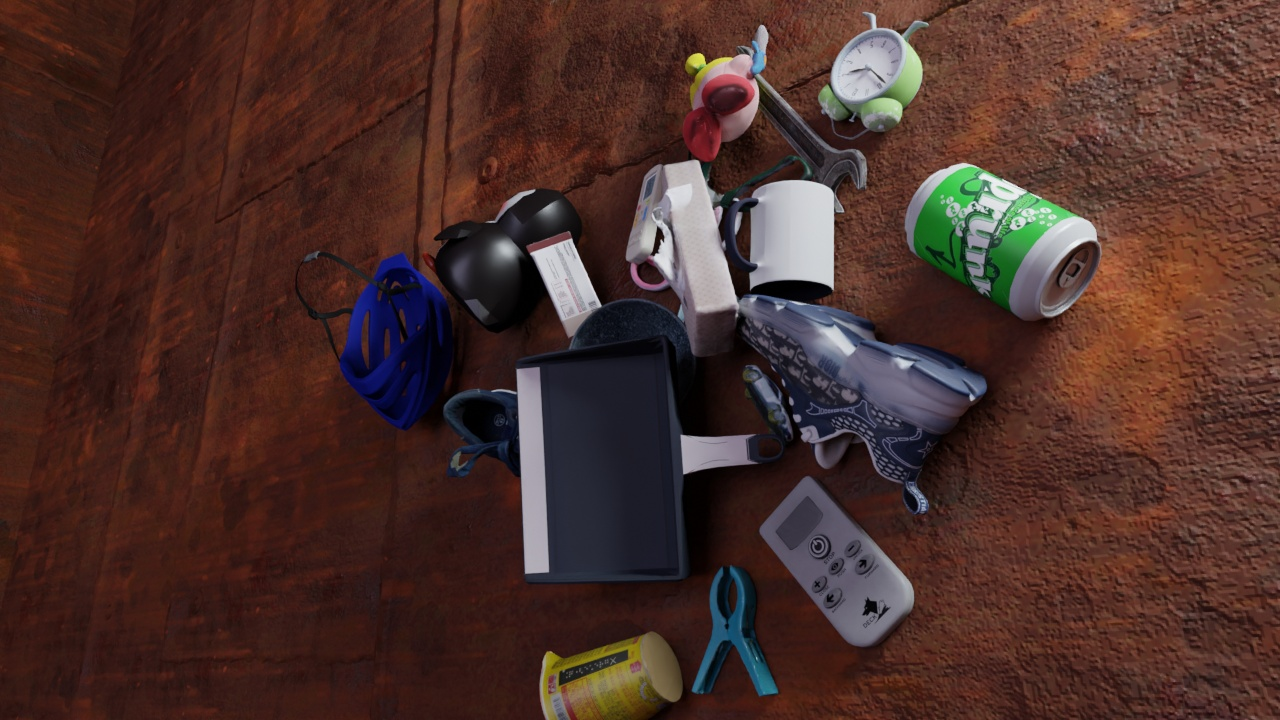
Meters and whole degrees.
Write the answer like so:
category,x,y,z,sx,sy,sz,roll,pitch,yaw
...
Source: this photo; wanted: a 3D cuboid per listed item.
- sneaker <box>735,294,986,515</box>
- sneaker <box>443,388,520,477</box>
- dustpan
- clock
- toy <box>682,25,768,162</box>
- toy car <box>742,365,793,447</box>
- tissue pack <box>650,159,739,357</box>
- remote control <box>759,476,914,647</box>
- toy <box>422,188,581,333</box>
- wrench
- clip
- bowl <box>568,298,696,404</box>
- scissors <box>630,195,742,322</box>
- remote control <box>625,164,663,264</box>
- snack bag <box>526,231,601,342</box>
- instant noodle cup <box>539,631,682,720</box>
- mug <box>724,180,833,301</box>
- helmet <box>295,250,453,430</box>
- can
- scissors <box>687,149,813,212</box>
category,x,y,z,sx,sy,sz,roll,pitch,yaw
sneaker,0.169,0.027,0.817,0.269,0.103,0.132,33,114,50
sneaker,-0.104,0.097,0.994,0.295,0.127,0.120,19,88,31
dustpan,0.003,0.096,0.898,0.273,0.080,0.236,-5,81,8
clock,0.228,-0.273,0.901,0.094,0.042,0.119,35,98,44
toy,0.085,-0.294,0.981,0.124,0.097,0.131,-63,0,38
toy car,0.125,0.042,0.883,0.027,0.039,0.089,-23,54,-8
tissue pack,0.047,-0.104,0.906,0.071,0.104,0.181,-8,63,1
remote control,0.170,0.177,0.806,0.074,0.019,0.151,-52,48,15
toy,-0.150,-0.128,1.122,0.184,0.159,0.140,-41,39,0
wrench,0.155,-0.249,0.962,0.273,0.010,0.070,61,142,38
clip,0.080,0.252,0.857,0.097,0.026,0.116,-13,67,35
bowl,-0.006,0.006,0.984,0.137,0.057,0.137,-1,81,9
scissors,0.058,-0.108,1.011,0.170,0.013,0.177,32,96,45
remote control,0.007,-0.169,1.059,0.038,0.018,0.125,-25,47,56
snack bag,-0.078,-0.073,1.066,0.057,0.013,0.158,-22,78,-14
instant noodle cup,-0.023,0.317,0.884,0.113,0.100,0.100,-29,57,18
mug,0.131,-0.115,0.878,0.079,0.111,0.096,159,115,-64
helmet,-0.350,-0.041,1.201,0.148,0.227,0.241,-15,64,26
can,0.292,-0.098,0.750,0.088,0.087,0.140,-56,48,11
scissors,0.103,-0.205,0.991,0.206,0.015,0.201,-6,66,42
